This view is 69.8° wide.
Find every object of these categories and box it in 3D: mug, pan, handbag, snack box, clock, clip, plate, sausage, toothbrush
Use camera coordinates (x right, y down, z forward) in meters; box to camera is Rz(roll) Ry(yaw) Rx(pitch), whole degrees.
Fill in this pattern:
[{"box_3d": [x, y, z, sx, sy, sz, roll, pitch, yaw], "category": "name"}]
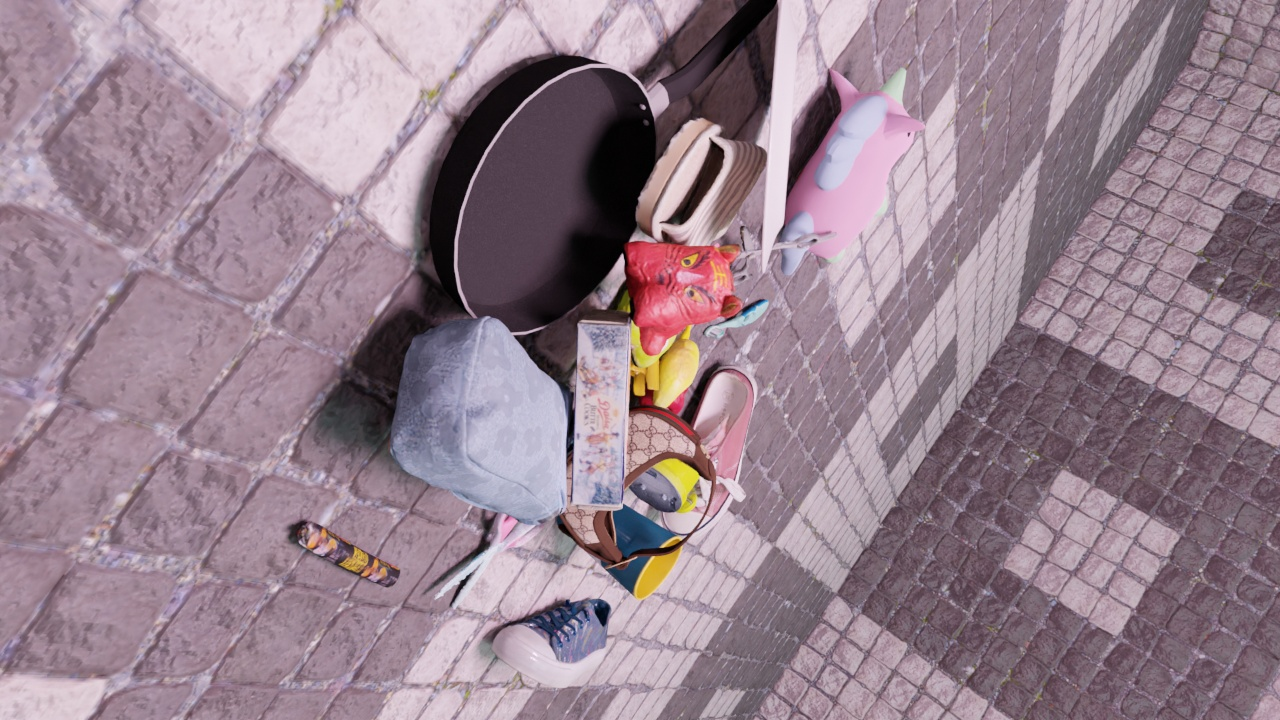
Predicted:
[{"box_3d": [-0.026, 0.186, 0.971, 0.078, 0.121, 0.078, -41, 150, -31], "category": "mug"}, {"box_3d": [-0.018, -0.170, 0.677, 0.355, 0.044, 0.204, -49, 153, -17], "category": "pan"}, {"box_3d": [-0.006, 0.128, 0.893, 0.167, 0.138, 0.063, -44, 174, 12], "category": "handbag"}, {"box_3d": [-0.031, 0.034, 0.759, 0.144, 0.042, 0.145, -90, -178, -83], "category": "snack box"}, {"box_3d": [0.024, 0.136, 1.051, 0.056, 0.083, 0.119, -48, 151, -33], "category": "clock"}, {"box_3d": [-0.006, 0.006, 0.905, 0.045, 0.048, 0.054, 96, -6, -70], "category": "clip"}, {"box_3d": [-0.119, 0.049, 0.665, 0.192, 0.119, 0.121, 45, 44, -64], "category": "handbag"}, {"box_3d": [0.120, -0.195, 0.777, 0.242, 0.016, 0.242, 6, 89, -82], "category": "plate"}, {"box_3d": [-0.223, 0.153, 0.709, 0.020, 0.020, 0.155, -51, 153, -13], "category": "sausage"}, {"box_3d": [0.119, -0.049, 1.081, 0.134, 0.017, 0.022, -26, 137, -46], "category": "toothbrush"}, {"box_3d": [0.056, -0.067, 0.937, 0.021, 0.016, 0.136, -26, 146, -39], "category": "toothbrush"}]

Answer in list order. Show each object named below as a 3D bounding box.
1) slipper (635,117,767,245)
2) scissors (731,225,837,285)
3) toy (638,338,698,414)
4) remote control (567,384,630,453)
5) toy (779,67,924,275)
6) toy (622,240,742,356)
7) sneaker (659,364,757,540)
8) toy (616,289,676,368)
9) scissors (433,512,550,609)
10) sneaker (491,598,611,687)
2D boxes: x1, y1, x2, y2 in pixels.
[{"box_3d": [0.061, -0.141, 0.787, 0.114, 0.054, 0.272, -54, 171, 11], "category": "slipper"}, {"box_3d": [0.129, -0.115, 0.960, 0.174, 0.014, 0.142, -15, 162, -13], "category": "scissors"}, {"box_3d": [0.022, 0.037, 0.961, 0.105, 0.067, 0.137, -60, 174, -67], "category": "toy"}, {"box_3d": [-0.067, 0.069, 0.886, 0.151, 0.020, 0.041, -39, 161, -32], "category": "remote control"}, {"box_3d": [0.218, -0.196, 0.996, 0.222, 0.120, 0.171, -50, 156, 2], "category": "toy"}, {"box_3d": [0.036, -0.053, 0.748, 0.133, 0.094, 0.088, 90, -10, -89], "category": "toy"}, {"box_3d": [0.079, 0.123, 1.111, 0.087, 0.118, 0.241, -47, 155, -68], "category": "sneaker"}, {"box_3d": [0.020, -0.054, 0.873, 0.117, 0.043, 0.092, -52, 144, -18], "category": "toy"}, {"box_3d": [-0.128, 0.173, 0.892, 0.171, 0.014, 0.168, -58, 161, 12], "category": "scissors"}, {"box_3d": [-0.086, 0.317, 1.062, 0.079, 0.087, 0.235, -63, 157, -2], "category": "sneaker"}]
